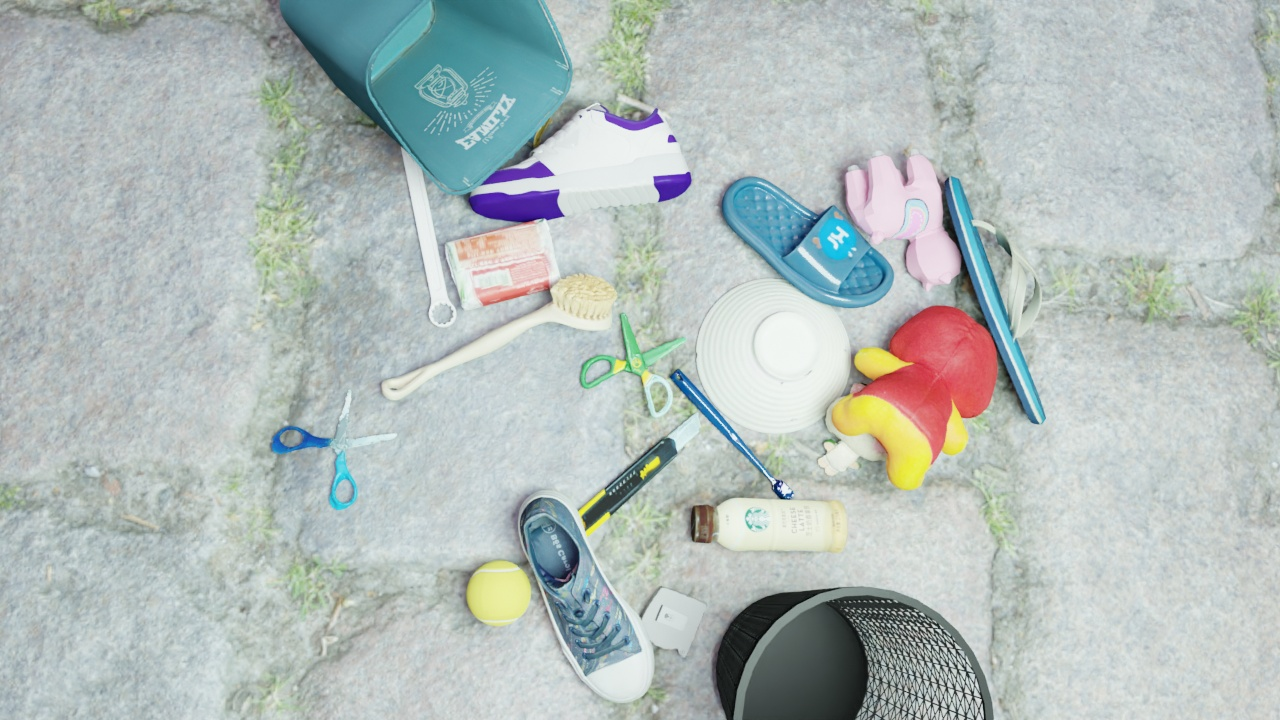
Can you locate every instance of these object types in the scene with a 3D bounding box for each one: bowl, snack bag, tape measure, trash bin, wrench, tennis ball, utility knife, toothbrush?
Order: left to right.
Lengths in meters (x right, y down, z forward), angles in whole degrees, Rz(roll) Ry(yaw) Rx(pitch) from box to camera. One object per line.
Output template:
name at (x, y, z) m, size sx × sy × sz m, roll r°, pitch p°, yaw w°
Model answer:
trash bin at (-0.226, -0.323, 0.929) m, size 0.219 × 0.199 × 0.196 m, roll 37°, pitch 79°, yaw 32°
wrench at (-0.243, -0.169, 1.020) m, size 0.047 × 0.009 × 0.273 m, roll -12°, pitch 83°, yaw -7°
tennis ball at (-0.145, 0.238, 0.939) m, size 0.065 × 0.065 × 0.065 m, roll 1°, pitch 81°, yaw -5°
snack bag at (-0.149, -0.105, 1.005) m, size 0.116 × 0.036 × 0.077 m, roll -15°, pitch 82°, yaw -7°
utility knife at (-0.008, 0.128, 0.993) m, size 0.203 × 0.020 × 0.029 m, roll -42°, pitch 89°, yaw -10°
tape measure at (0.033, 0.275, 0.972) m, size 0.062 × 0.020 × 0.060 m, roll 24°, pitch 80°, yaw -1°
toothbrush at (0.102, 0.083, 1.009) m, size 0.016 × 0.017 × 0.190 m, roll -42°, pitch 87°, yaw -11°
bowl at (0.153, -0.011, 1.000) m, size 0.177 × 0.071 × 0.177 m, roll 1°, pitch 82°, yaw -5°
trash bin at (0.172, 0.313, 0.865) m, size 0.217 × 0.243 × 0.216 m, roll 1°, pitch 81°, yaw -5°

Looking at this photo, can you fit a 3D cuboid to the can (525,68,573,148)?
can at (-0.122, -0.293, 1.028) m, size 0.059 × 0.054 × 0.099 m, roll 27°, pitch 81°, yaw -3°

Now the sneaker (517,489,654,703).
sneaker at (-0.063, 0.245, 0.927) m, size 0.087 × 0.079 × 0.235 m, roll -27°, pitch 90°, yaw 5°

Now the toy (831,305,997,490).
toy at (0.305, 0.027, 0.974) m, size 0.147 × 0.099 × 0.215 m, roll 48°, pitch 60°, yaw -1°

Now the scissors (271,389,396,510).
scissors at (-0.327, 0.092, 0.972) m, size 0.133 × 0.014 × 0.127 m, roll 10°, pitch 81°, yaw -2°

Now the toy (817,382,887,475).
toy at (0.242, 0.077, 1.009) m, size 0.087 × 0.050 × 0.112 m, roll 37°, pitch 75°, yaw 1°

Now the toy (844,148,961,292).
toy at (0.298, -0.154, 1.028) m, size 0.123 × 0.067 × 0.157 m, roll -12°, pitch 83°, yaw -32°

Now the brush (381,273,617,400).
brush at (-0.151, -0.021, 0.984) m, size 0.272 × 0.062 × 0.077 m, roll -23°, pitch 122°, yaw -3°

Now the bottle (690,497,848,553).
bottle at (0.136, 0.175, 0.978) m, size 0.162 × 0.056 × 0.056 m, roll 2°, pitch 81°, yaw -5°

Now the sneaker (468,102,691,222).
sneaker at (-0.070, -0.224, 1.005) m, size 0.244 × 0.092 × 0.111 m, roll -10°, pitch 82°, yaw -11°

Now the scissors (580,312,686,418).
scissors at (-0.004, 0.008, 1.007) m, size 0.125 × 0.011 × 0.131 m, roll -26°, pitch 77°, yaw -3°

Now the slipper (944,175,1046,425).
slipper at (0.406, -0.073, 1.011) m, size 0.060 × 0.118 × 0.295 m, roll -21°, pitch 87°, yaw 28°

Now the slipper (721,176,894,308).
slipper at (0.185, -0.134, 1.019) m, size 0.214 × 0.059 × 0.103 m, roll 34°, pitch 64°, yaw 5°
